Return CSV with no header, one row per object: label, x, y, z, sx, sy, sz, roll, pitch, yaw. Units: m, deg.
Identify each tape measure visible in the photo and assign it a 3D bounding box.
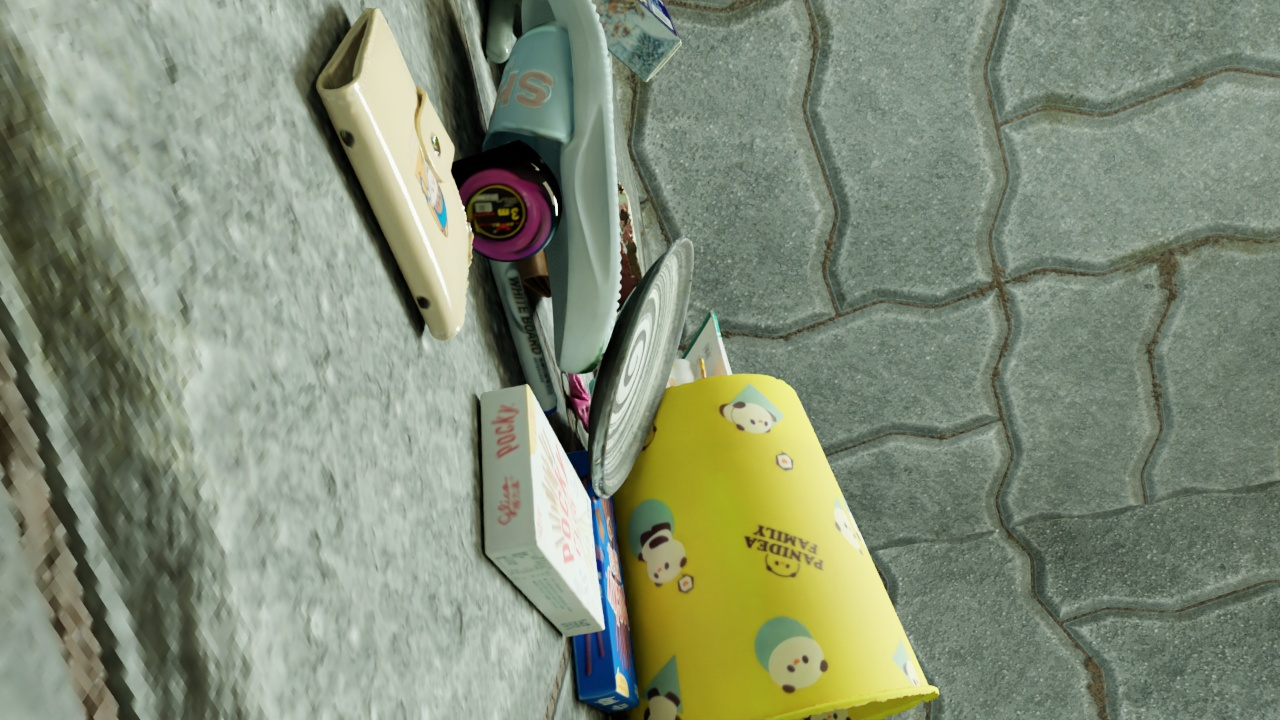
tape measure,-0.069,-0.082,0.474,0.039,0.057,0.058,-94,163,-63

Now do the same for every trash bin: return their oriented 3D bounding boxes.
trash bin,0.074,0.165,0.717,0.230,0.229,0.255,70,4,-62

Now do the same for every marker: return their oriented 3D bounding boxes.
marker,-0.074,-0.030,0.548,0.016,0.017,0.146,-93,170,-62

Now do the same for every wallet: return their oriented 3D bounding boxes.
wallet,-0.079,-0.099,0.653,0.115,0.020,0.101,60,18,-86
wallet,-0.094,-0.078,0.377,0.087,0.024,0.115,-98,174,-48

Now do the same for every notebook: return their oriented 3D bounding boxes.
notebook,0.039,0.066,0.995,0.210,0.012,0.150,-60,-159,31

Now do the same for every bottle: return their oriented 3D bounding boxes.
bottle,0.013,0.024,0.924,0.063,0.108,0.063,-8,88,-86

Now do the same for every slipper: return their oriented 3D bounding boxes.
slipper,-0.058,-0.111,0.551,0.104,0.074,0.245,132,-47,-71

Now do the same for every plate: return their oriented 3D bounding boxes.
plate,-0.004,0.004,0.606,0.179,0.024,0.179,18,89,-80

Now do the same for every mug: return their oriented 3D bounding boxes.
mug,-0.075,-0.224,0.717,0.124,0.084,0.103,41,29,-36

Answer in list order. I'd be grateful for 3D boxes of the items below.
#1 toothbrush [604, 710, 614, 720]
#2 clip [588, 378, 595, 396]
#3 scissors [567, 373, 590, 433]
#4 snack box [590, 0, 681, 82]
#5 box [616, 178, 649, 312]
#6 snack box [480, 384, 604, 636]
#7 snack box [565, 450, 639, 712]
toothbrush,-0.028,0.164,0.662,0.014,0.016,0.189,62,17,-57
clip,-0.037,0.045,0.852,0.043,0.014,0.056,58,22,-76
scissors,-0.044,0.042,0.772,0.133,0.017,0.057,76,-2,-76
snack box,-0.052,-0.313,0.726,0.182,0.046,0.177,37,22,-20
box,-0.031,-0.097,0.698,0.168,0.076,0.091,-106,-175,-70
snack box,-0.050,0.087,0.495,0.157,0.027,0.084,73,7,-58
snack box,-0.029,0.147,0.610,0.084,0.026,0.157,69,11,-63
